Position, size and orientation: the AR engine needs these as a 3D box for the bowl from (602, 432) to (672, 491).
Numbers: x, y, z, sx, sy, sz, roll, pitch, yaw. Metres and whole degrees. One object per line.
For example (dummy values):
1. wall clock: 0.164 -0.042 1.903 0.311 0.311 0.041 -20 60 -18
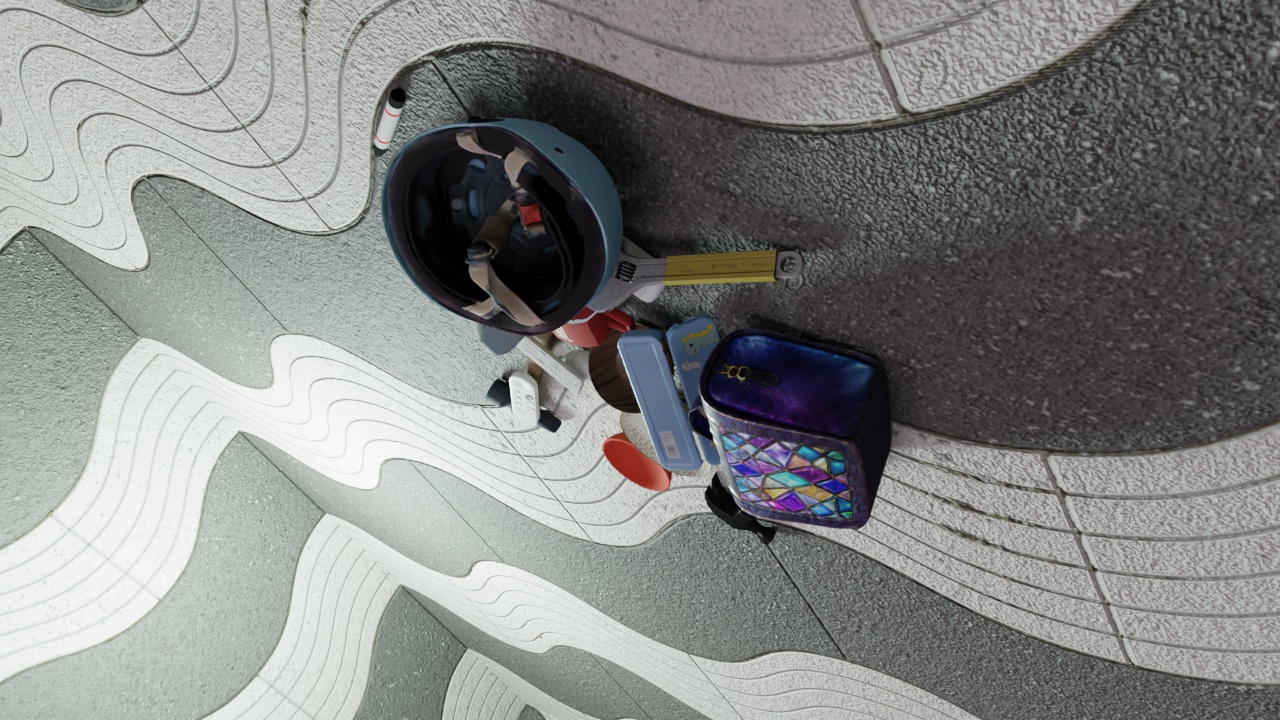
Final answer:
1. bowl: 0.001 0.148 1.406 0.122 0.035 0.122 26 149 17

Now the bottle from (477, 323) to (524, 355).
1. bottle: -0.187 -0.054 1.241 0.046 0.072 0.161 44 180 -17

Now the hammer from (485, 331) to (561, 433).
1. hammer: -0.158 0.013 1.384 0.129 0.040 0.323 30 149 3

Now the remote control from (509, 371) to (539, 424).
1. remote control: -0.179 0.060 1.422 0.043 0.013 0.137 21 148 10

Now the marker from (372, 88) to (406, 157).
1. marker: -0.313 -0.287 1.132 0.019 0.019 0.146 41 150 -8

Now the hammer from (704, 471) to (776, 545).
1. hammer: 0.190 0.177 1.254 0.132 0.040 0.306 35 150 -5

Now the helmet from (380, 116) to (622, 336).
1. helmet: -0.138 -0.148 0.977 0.266 0.166 0.226 14 116 16

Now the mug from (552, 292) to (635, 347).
1. mug: -0.062 -0.064 1.103 0.116 0.080 0.096 19 168 11

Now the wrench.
1. wrench: 0.046 -0.093 0.978 0.274 0.083 0.018 2 175 32

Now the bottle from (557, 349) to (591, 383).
1. bottle: -0.063 0.010 1.268 0.136 0.044 0.044 9 140 39

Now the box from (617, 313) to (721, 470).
1. box: 0.056 0.046 1.118 0.127 0.039 0.209 -11 121 14

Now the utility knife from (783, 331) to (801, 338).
1. utility knife: 0.152 0.018 1.084 0.031 0.015 0.198 30 150 6

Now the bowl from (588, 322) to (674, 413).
1. bowl: -0.007 0.007 1.182 0.119 0.032 0.119 5 102 23

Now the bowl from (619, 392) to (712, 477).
1. bowl: 0.049 0.089 1.244 0.145 0.063 0.145 26 149 17

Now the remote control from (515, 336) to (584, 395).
1. remote control: -0.129 -0.002 1.275 0.131 0.012 0.033 38 140 17

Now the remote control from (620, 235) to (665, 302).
1. remote control: -0.030 -0.122 1.066 0.138 0.025 0.060 36 150 4

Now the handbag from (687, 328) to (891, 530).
1. handbag: 0.159 0.078 1.034 0.222 0.125 0.205 10 144 26
